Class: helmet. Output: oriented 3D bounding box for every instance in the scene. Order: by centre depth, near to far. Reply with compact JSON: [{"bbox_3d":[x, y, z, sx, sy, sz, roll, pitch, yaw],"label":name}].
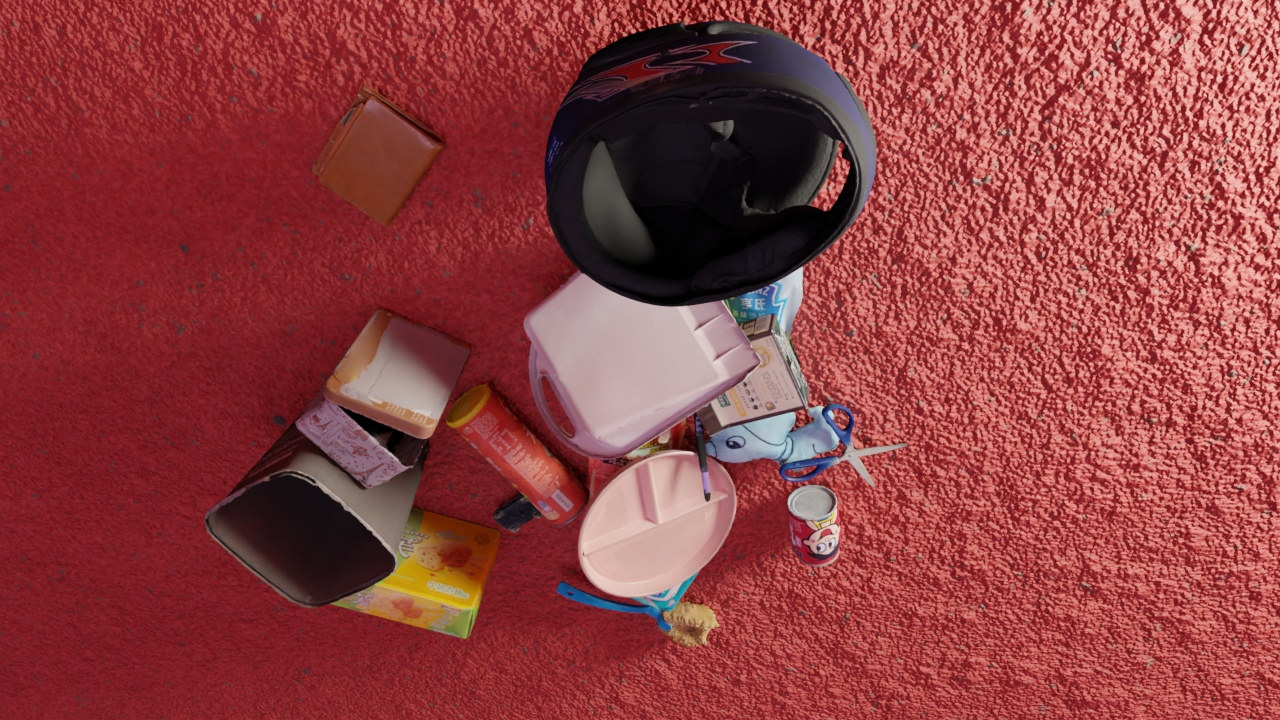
[{"bbox_3d":[0.068,-0.196,0.850,0.316,0.239,0.247,-12,123,30],"label":"helmet"}]

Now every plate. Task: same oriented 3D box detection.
[{"bbox_3d":[0.021,0.214,1.212,0.229,0.028,0.230,-12,121,-22],"label":"plate"}]

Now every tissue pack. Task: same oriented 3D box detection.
[{"bbox_3d":[0.030,0.298,1.326,0.093,0.050,0.134,21,125,-6],"label":"tissue pack"}]

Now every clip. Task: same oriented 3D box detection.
[{"bbox_3d":[0.027,0.049,1.137,0.070,0.034,0.100,30,105,38],"label":"clip"}]

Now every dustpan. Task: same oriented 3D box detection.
[{"bbox_3d":[-0.019,-0.013,1.070,0.273,0.139,0.222,-29,76,5],"label":"dustpan"}]

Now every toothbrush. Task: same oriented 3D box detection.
[{"bbox_3d":[0.076,0.092,1.160,0.014,0.017,0.189,-15,106,-24],"label":"toothbrush"}]

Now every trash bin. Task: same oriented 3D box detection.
[{"bbox_3d":[-0.400,0.162,1.195,0.199,0.219,0.198,-27,118,25],"label":"trash bin"}]

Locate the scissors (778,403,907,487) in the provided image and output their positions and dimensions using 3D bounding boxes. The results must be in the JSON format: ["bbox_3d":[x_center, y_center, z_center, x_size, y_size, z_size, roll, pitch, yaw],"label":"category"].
[{"bbox_3d":[0.254,0.117,1.160,0.162,0.012,0.176,-26,128,6],"label":"scissors"}]

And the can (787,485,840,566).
[{"bbox_3d":[0.234,0.223,1.231,0.066,0.066,0.094,-4,124,12],"label":"can"}]

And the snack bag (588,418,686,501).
[{"bbox_3d":[-0.010,0.148,1.223,0.128,0.073,0.208,3,117,-1],"label":"snack bag"}]

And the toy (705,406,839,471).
[{"bbox_3d":[0.161,0.092,1.162,0.162,0.049,0.156,-36,115,23],"label":"toy"}]

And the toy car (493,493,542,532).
[{"bbox_3d":[-0.171,0.211,1.307,0.043,0.034,0.091,41,123,-22],"label":"toy car"}]

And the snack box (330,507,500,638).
[{"bbox_3d":[-0.322,0.293,1.311,0.210,0.157,0.070,16,124,-2],"label":"snack box"}]

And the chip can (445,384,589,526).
[{"bbox_3d":[-0.160,0.128,1.224,0.073,0.073,0.216,-30,115,26],"label":"chip can"}]

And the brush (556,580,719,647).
[{"bbox_3d":[-0.004,0.377,1.384,0.254,0.045,0.083,18,129,-11],"label":"brush"}]

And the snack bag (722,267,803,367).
[{"bbox_3d":[0.136,-0.043,1.080,0.110,0.038,0.191,6,125,19],"label":"snack bag"}]

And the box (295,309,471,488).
[{"bbox_3d":[-0.298,0.029,1.112,0.148,0.180,0.146,-27,117,29],"label":"box"}]

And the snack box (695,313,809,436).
[{"bbox_3d":[0.118,0.018,1.069,0.126,0.053,0.113,-16,118,25],"label":"snack box"}]

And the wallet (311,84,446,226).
[{"bbox_3d":[-0.294,-0.225,1.021,0.108,0.031,0.132,34,122,-18],"label":"wallet"}]
